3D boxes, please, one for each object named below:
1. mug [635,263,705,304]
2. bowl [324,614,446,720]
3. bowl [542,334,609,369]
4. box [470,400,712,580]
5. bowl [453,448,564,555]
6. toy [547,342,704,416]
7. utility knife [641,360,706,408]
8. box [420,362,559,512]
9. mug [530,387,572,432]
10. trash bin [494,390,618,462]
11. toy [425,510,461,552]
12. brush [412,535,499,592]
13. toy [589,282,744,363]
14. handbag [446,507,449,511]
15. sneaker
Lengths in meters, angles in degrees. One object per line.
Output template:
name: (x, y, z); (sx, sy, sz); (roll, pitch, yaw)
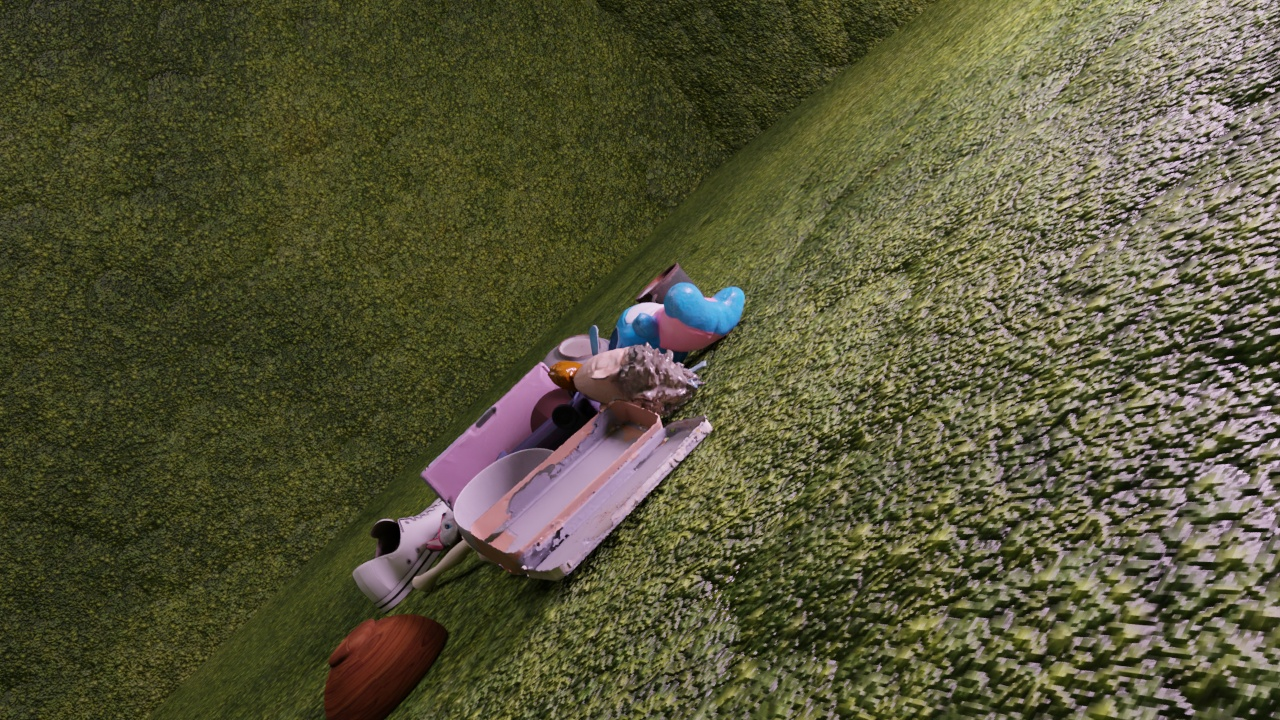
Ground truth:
mug: (0.047, -0.085, 1.383); (0.085, 0.081, 0.110); (-38, 10, 27)
bowl: (-0.278, 0.312, 0.951); (0.147, 0.069, 0.147); (-41, 9, 8)
bowl: (-0.088, 0.001, 1.388); (0.151, 0.057, 0.150); (-5, 31, 3)
box: (-0.044, 0.119, 0.866); (0.215, 0.063, 0.157); (-41, 19, -31)
bowl: (-0.124, 0.159, 0.969); (0.132, 0.064, 0.131); (-18, 29, 10)
toy: (-0.021, 0.025, 1.004); (0.176, 0.132, 0.076); (2, 75, 25)
utility knife: (0.017, 0.042, 1.119); (0.198, 0.020, 0.028); (-35, 13, 44)
box: (-0.183, 0.109, 1.261); (0.233, 0.115, 0.099); (-43, 10, 4)
mug: (-0.090, 0.101, 1.169); (0.088, 0.087, 0.114); (33, 106, 62)
trash bin: (-0.104, 0.111, 1.079); (0.161, 0.092, 0.093); (-40, 9, 18)
toy: (-0.267, 0.236, 1.338); (0.103, 0.050, 0.065); (-32, 8, 24)
brush: (-0.221, 0.238, 1.114); (0.273, 0.062, 0.077); (-38, 25, 49)
toy: (0.046, -0.043, 1.174); (0.223, 0.099, 0.192); (-13, -12, -43)
handbag: (-0.237, 0.198, 1.369); (0.178, 0.027, 0.084); (-45, -29, 17)
sneaker: (-0.359, 0.270, 1.395); (0.091, 0.097, 0.244); (-37, 11, 30)
